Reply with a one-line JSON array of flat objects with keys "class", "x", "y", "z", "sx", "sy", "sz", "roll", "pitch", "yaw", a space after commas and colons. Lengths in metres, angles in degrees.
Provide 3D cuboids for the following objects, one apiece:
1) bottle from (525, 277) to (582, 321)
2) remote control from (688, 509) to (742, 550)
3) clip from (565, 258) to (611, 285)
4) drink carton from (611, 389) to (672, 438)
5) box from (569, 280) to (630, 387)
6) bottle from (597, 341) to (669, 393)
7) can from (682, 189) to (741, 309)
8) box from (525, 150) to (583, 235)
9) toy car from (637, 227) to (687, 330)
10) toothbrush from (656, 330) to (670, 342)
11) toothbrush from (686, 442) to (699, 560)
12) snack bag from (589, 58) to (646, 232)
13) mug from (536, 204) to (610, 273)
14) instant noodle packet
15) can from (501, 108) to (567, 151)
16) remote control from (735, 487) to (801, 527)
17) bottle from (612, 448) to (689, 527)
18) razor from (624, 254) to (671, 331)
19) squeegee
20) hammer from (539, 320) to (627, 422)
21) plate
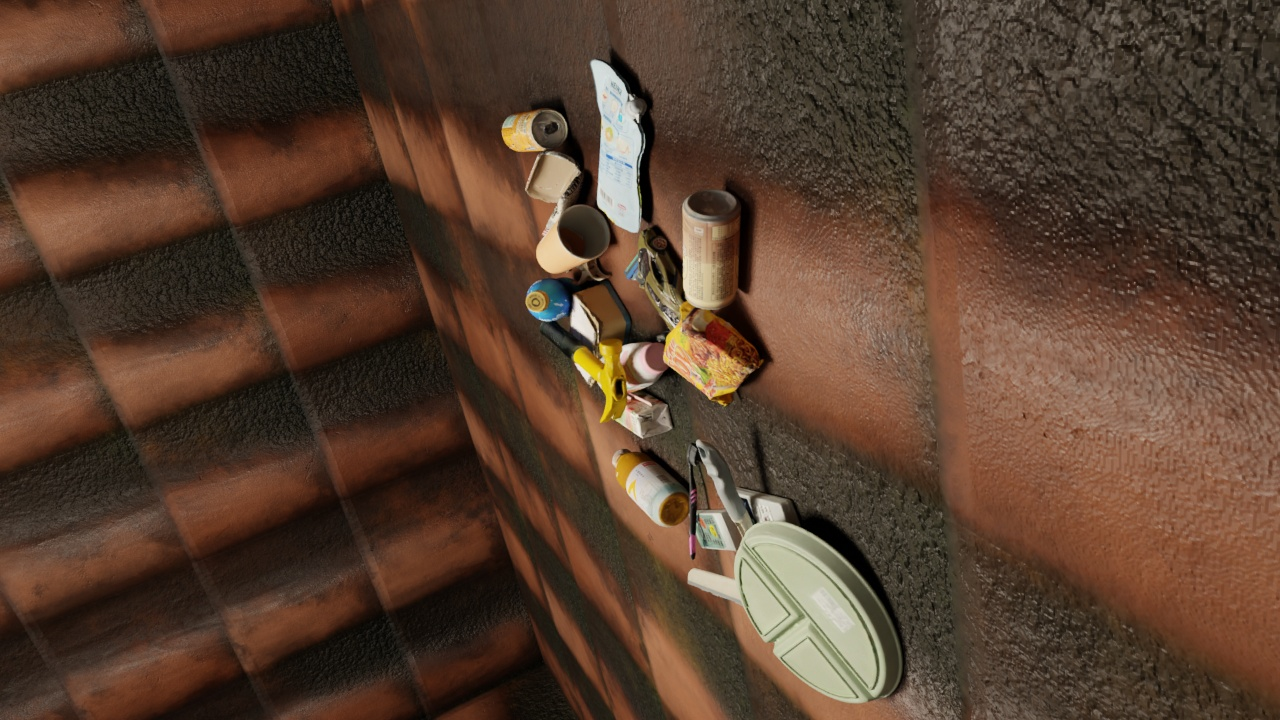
[{"class": "bottle", "x": -0.134, "y": -0.094, "z": 1.389, "sx": 0.218, "sy": 0.065, "sz": 0.065, "roll": -38, "pitch": -72, "yaw": -82}, {"class": "remote control", "x": 0.105, "y": 0.238, "z": 1.290, "sx": 0.056, "sy": 0.019, "sz": 0.135, "roll": 68, "pitch": 161, "yaw": 2}, {"class": "clip", "x": -0.076, "y": -0.136, "z": 1.373, "sx": 0.100, "sy": 0.034, "sz": 0.072, "roll": -13, "pitch": 97, "yaw": 63}, {"class": "drink carton", "x": -0.004, "y": 0.073, "z": 1.362, "sx": 0.122, "sy": 0.053, "sz": 0.045, "roll": 28, "pitch": 132, "yaw": 63}, {"class": "box", "x": -0.064, "y": -0.041, "z": 1.395, "sx": 0.089, "sy": 0.062, "sz": 0.185, "roll": 60, "pitch": 157, "yaw": 23}, {"class": "bottle", "x": -0.008, "y": 0.007, "z": 1.278, "sx": 0.068, "sy": 0.068, "sz": 0.197, "roll": 68, "pitch": 161, "yaw": 1}, {"class": "can", "x": 0.073, "y": -0.114, "z": 0.944, "sx": 0.058, "sy": 0.058, "sz": 0.116, "roll": 51, "pitch": 154, "yaw": 42}, {"class": "box", "x": -0.128, "y": -0.238, "z": 1.328, "sx": 0.162, "sy": 0.075, "sz": 0.086, "roll": 144, "pitch": 137, "yaw": -68}, {"class": "toy car", "x": 0.030, "y": -0.092, "z": 1.115, "sx": 0.070, "sy": 0.042, "sz": 0.158, "roll": 100, "pitch": 146, "yaw": -56}, {"class": "toothbrush", "x": 0.062, "y": -0.027, "z": 1.133, "sx": 0.190, "sy": 0.016, "sz": 0.014, "roll": 9, "pitch": 116, "yaw": 67}, {"class": "toothbrush", "x": 0.076, "y": 0.203, "z": 1.299, "sx": 0.018, "sy": 0.014, "sz": 0.189, "roll": 27, "pitch": 125, "yaw": 51}, {"class": "snack bag", "x": -0.026, "y": -0.254, "z": 1.098, "sx": 0.191, "sy": 0.038, "sz": 0.110, "roll": 92, "pitch": 156, "yaw": -46}, {"class": "mug", "x": -0.103, "y": -0.166, "z": 1.306, "sx": 0.123, "sy": 0.078, "sz": 0.078, "roll": -20, "pitch": 91, "yaw": 63}, {"class": "instant noodle packet", "x": 0.076, "y": -0.005, "z": 1.034, "sx": 0.111, "sy": 0.044, "sz": 0.129, "roll": 41, "pitch": 158, "yaw": 6}, {"class": "can", "x": -0.154, "y": -0.333, "z": 1.329, "sx": 0.146, "sy": 0.058, "sz": 0.058, "roll": 26, "pitch": 134, "yaw": 64}, {"class": "remote control", "x": 0.149, "y": 0.190, "z": 1.117, "sx": 0.150, "sy": 0.021, "sz": 0.058, "roll": -6, "pitch": 104, "yaw": 70}, {"class": "bottle", "x": 0.010, "y": 0.190, "z": 1.423, "sx": 0.189, "sy": 0.068, "sz": 0.068, "roll": 36, "pitch": 143, "yaw": 58}, {"class": "razor", "x": 0.024, "y": -0.077, "z": 1.168, "sx": 0.043, "sy": 0.022, "sz": 0.142, "roll": -53, "pitch": 51, "yaw": 34}, {"class": "squeegee", "x": 0.116, "y": 0.194, "z": 1.110, "sx": 0.247, "sy": 0.039, "sz": 0.247, "roll": 6, "pitch": 122, "yaw": 51}, {"class": "hammer", "x": -0.086, "y": -0.006, "z": 1.335, "sx": 0.301, "sy": 0.032, "sz": 0.129, "roll": -142, "pitch": 44, "yaw": -60}, {"class": "plate", "x": 0.188, "y": 0.284, "z": 1.020, "sx": 0.230, "sy": 0.027, "sz": 0.231, "roll": 35, "pitch": 141, "yaw": 34}]
